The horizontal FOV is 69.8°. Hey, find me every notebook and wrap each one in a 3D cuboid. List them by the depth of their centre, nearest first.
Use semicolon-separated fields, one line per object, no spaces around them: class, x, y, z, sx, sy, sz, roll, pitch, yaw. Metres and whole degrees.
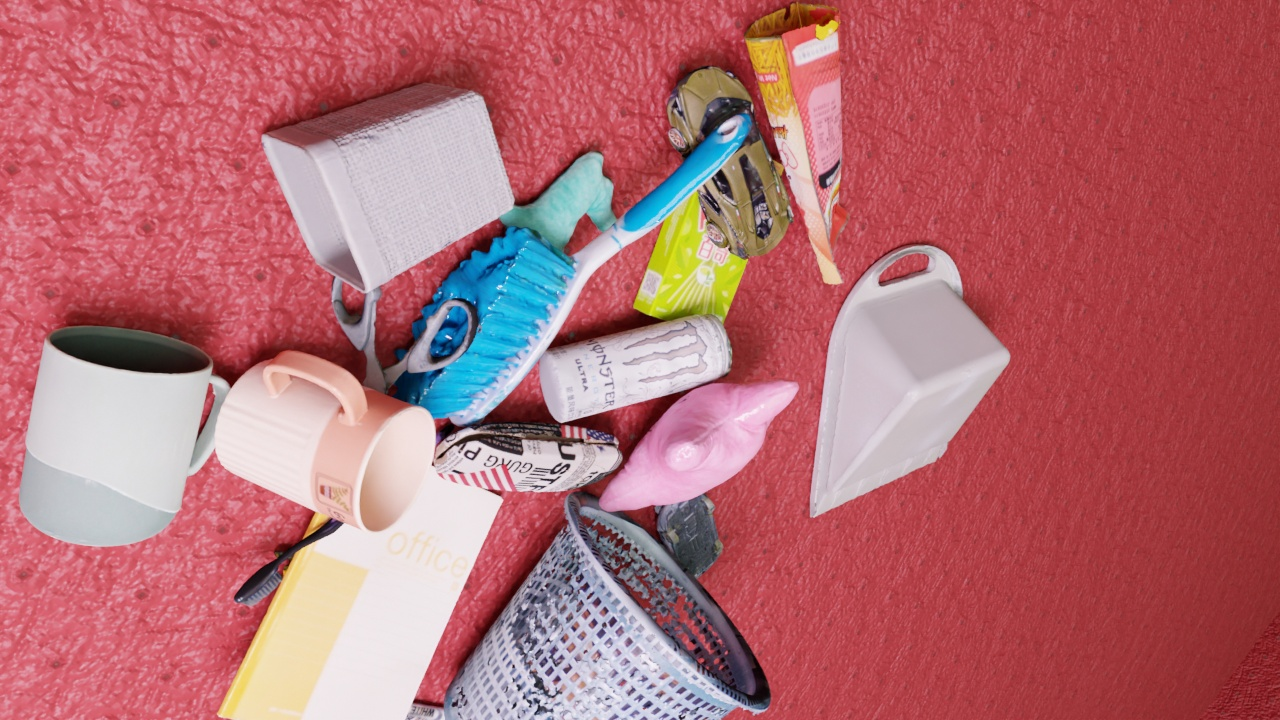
notebook;-0.195;0.172;0.672;0.146;0.010;0.206;35;73;-42

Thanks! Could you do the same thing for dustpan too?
dustpan;0.273;0.013;0.995;0.222;0.142;0.258;-16;148;-32

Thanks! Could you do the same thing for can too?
can;-0.004;0.004;0.726;0.146;0.058;0.058;-14;118;-20

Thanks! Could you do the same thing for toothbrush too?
toothbrush;-0.199;0.104;0.639;0.188;0.014;0.017;-42;130;-31

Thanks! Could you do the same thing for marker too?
marker;-0.192;0.288;0.752;0.145;0.017;0.017;31;89;-42

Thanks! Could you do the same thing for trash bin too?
trash bin;-0.042;0.252;0.740;0.195;0.226;0.226;-45;131;4

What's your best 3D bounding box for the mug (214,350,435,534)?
mug;-0.194;0.041;0.559;0.115;0.106;0.081;92;22;-47

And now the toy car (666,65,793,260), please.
toy car;0.070;-0.151;0.711;0.070;0.042;0.158;-41;123;-17

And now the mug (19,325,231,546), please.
mug;-0.291;0.042;0.531;0.111;0.082;0.106;-5;114;-63

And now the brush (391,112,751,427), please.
brush;-0.050;-0.072;0.646;0.315;0.060;0.109;-50;139;10

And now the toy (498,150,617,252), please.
toy;-0.052;-0.110;0.676;0.092;0.030;0.096;-47;133;-7

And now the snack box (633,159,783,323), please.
snack box;0.057;-0.104;0.765;0.085;0.026;0.156;15;100;-41

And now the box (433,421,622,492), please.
box;-0.083;0.079;0.710;0.164;0.070;0.055;6;70;-42

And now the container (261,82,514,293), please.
container;-0.149;-0.113;0.562;0.114;0.090;0.090;-32;126;-27

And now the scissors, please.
scissors;-0.173;0.013;0.611;0.159;0.014;0.178;-17;98;14

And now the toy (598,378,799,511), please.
toy;0.054;0.065;0.758;0.178;0.195;0.074;-29;81;-31

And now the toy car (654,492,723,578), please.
toy car;0.045;0.164;0.869;0.054;0.037;0.121;-39;138;-19

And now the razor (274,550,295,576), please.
razor;-0.256;0.197;0.658;0.043;0.028;0.132;13;103;-44

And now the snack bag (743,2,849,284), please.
snack bag;0.144;-0.180;0.759;0.128;0.073;0.208;-70;148;-52
